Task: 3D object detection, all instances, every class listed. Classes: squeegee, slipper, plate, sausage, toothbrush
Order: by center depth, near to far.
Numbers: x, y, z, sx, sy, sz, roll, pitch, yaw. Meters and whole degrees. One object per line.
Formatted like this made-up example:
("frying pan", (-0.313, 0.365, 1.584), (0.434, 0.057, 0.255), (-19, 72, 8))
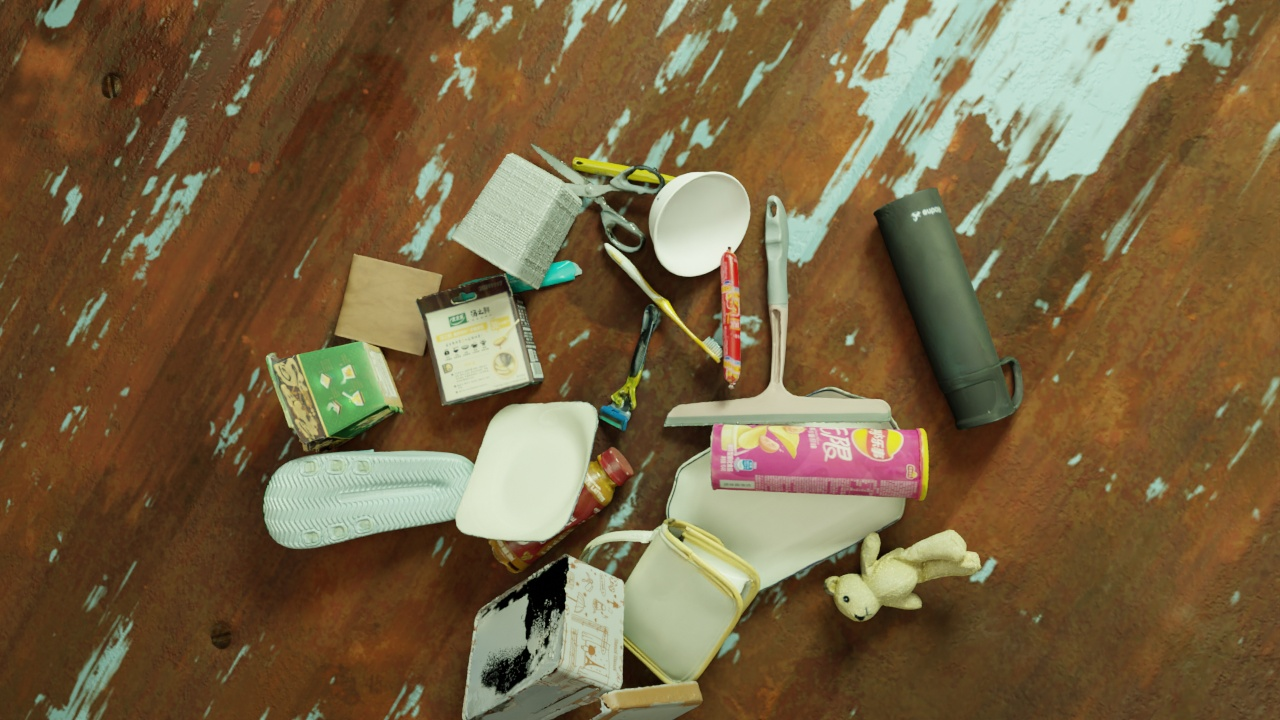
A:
("sausage", (0.097, -0.046, 0.981), (0.020, 0.020, 0.155), (-3, 81, 11))
("plate", (0.159, 0.139, 0.984), (0.266, 0.034, 0.162), (-31, 83, 9))
("squeegee", (0.147, -0.053, 0.988), (0.248, 0.040, 0.249), (-3, 82, 28))
("plate", (-0.117, 0.123, 1.001), (0.164, 0.034, 0.164), (-3, 59, 35))
("toothbrush", (0.025, -0.067, 1.011), (0.018, 0.016, 0.191), (-43, 74, 0))
("toothbrush", (0.014, -0.206, 1.026), (0.190, 0.016, 0.015), (12, 90, 11))
("slipper", (-0.307, 0.149, 1.054), (0.245, 0.074, 0.104), (-6, 95, -6))

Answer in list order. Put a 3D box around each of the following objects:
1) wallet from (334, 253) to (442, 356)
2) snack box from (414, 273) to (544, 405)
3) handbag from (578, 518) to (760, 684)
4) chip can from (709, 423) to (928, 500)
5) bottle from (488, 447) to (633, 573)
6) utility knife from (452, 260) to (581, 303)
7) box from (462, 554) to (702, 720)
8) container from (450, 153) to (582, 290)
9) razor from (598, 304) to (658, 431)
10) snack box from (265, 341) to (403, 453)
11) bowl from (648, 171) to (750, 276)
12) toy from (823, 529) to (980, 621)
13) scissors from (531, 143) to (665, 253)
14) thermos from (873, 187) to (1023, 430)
("wallet", (-0.297, -0.065, 1.083), (0.115, 0.020, 0.101), (14, 91, 8))
("snack box", (-0.182, -0.022, 1.042), (0.113, 0.053, 0.125), (-14, 86, 10))
("handbag", (0.021, 0.237, 0.972), (0.179, 0.063, 0.164), (36, 121, 15))
("chip can", (0.177, 0.100, 0.926), (0.211, 0.071, 0.071), (1, 89, 11))
("bottle", (-0.087, 0.163, 1.018), (0.175, 0.057, 0.057), (-39, 82, 8))
("utility knife", (-0.143, -0.089, 1.057), (0.157, 0.013, 0.029), (-11, 89, 8))
("box", (-0.053, 0.329, 0.961), (0.193, 0.156, 0.184), (29, 130, -29))
("container", (-0.131, -0.153, 1.007), (0.090, 0.090, 0.114), (31, 91, 15))
("razor", (-0.006, 0.006, 1.024), (0.043, 0.022, 0.143), (22, 96, 41))
("snack box", (-0.341, 0.033, 1.050), (0.105, 0.118, 0.117), (-22, 85, -3))
("bowl", (0.051, -0.157, 0.987), (0.118, 0.118, 0.064), (-49, 44, 6))
("toy", (0.267, 0.222, 0.936), (0.158, 0.066, 0.105), (-31, 114, 26))
("scissors", (-0.051, -0.189, 1.031), (0.160, 0.014, 0.175), (-25, 93, 23))
("thermos", (0.322, -0.055, 0.948), (0.089, 0.069, 0.242), (-19, 87, -23))
